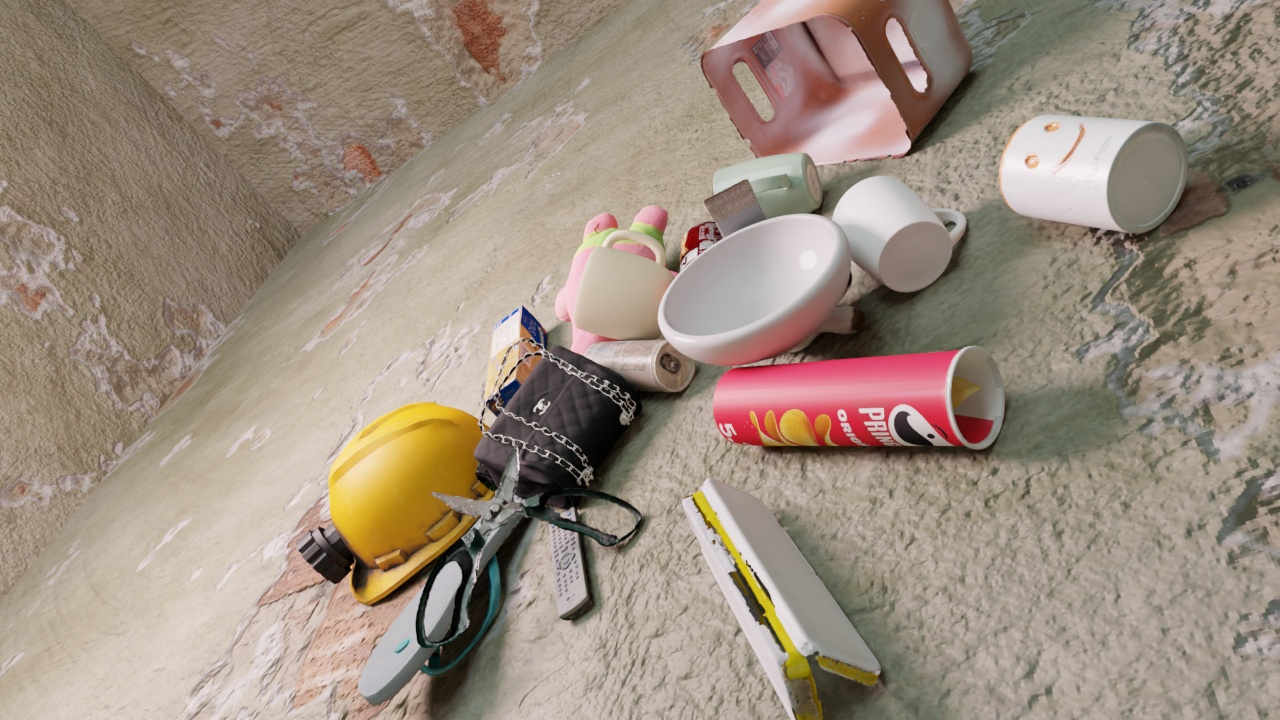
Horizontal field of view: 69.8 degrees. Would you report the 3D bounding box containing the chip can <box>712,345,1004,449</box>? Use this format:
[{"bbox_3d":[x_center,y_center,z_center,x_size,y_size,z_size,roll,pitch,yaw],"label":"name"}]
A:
[{"bbox_3d":[0.155,0.032,0.698,0.221,0.069,0.069,-6,43,50],"label":"chip can"}]

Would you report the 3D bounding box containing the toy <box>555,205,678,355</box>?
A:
[{"bbox_3d":[-0.035,-0.080,1.109,0.192,0.097,0.236,-7,55,34],"label":"toy"}]

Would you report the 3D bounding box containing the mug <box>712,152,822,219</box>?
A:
[{"bbox_3d":[0.139,-0.188,1.021,0.104,0.084,0.111,-12,0,28],"label":"mug"}]

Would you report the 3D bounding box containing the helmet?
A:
[{"bbox_3d":[-0.278,0.135,1.047,0.255,0.131,0.205,-45,26,-10],"label":"helmet"}]

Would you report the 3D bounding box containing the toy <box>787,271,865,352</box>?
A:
[{"bbox_3d":[0.148,-0.038,0.850,0.123,0.038,0.079,-21,40,30],"label":"toy"}]

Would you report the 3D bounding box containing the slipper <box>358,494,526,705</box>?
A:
[{"bbox_3d":[-0.176,0.229,0.871,0.098,0.055,0.267,-26,19,32],"label":"slipper"}]

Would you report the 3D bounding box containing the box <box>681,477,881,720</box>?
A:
[{"bbox_3d":[0.082,0.151,0.620,0.070,0.067,0.210,-41,26,4],"label":"box"}]

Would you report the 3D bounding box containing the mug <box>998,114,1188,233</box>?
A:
[{"bbox_3d":[0.344,-0.144,0.703,0.082,0.082,0.105,-44,28,-5],"label":"mug"}]

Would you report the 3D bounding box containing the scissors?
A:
[{"bbox_3d":[-0.104,0.164,0.806,0.204,0.015,0.201,4,55,13],"label":"scissors"}]

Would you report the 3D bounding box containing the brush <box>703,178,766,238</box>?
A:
[{"bbox_3d":[0.111,-0.105,0.881,0.045,0.143,0.008,-25,31,12],"label":"brush"}]

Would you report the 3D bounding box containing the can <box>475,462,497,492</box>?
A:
[{"bbox_3d":[-0.125,0.082,1.009,0.054,0.054,0.137,-3,44,51],"label":"can"}]

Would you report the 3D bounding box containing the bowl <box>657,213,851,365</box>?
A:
[{"bbox_3d":[0.106,-0.051,0.803,0.177,0.066,0.176,-25,30,15],"label":"bowl"}]

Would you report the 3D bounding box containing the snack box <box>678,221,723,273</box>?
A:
[{"bbox_3d":[0.075,-0.093,0.993,0.072,0.072,0.121,-29,28,23],"label":"snack box"}]

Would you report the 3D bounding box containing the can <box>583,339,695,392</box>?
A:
[{"bbox_3d":[-0.006,0.006,0.968,0.136,0.054,0.054,0,47,52],"label":"can"}]

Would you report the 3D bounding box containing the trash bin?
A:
[{"bbox_3d":[0.227,-0.345,1.059,0.157,0.181,0.260,-48,26,-17],"label":"trash bin"}]

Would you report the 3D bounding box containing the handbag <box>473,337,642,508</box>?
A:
[{"bbox_3d":[-0.083,0.057,0.917,0.125,0.115,0.153,17,56,32],"label":"handbag"}]

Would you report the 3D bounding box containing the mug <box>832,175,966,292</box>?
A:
[{"bbox_3d":[0.240,-0.113,0.814,0.114,0.081,0.087,-10,33,-7],"label":"mug"}]

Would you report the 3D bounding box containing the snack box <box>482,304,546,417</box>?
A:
[{"bbox_3d":[-0.156,0.005,1.167,0.056,0.057,0.206,-35,26,14],"label":"snack box"}]

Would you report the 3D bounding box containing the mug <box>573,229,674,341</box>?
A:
[{"bbox_3d":[-0.008,-0.079,1.002,0.096,0.100,0.120,-37,-38,-80],"label":"mug"}]

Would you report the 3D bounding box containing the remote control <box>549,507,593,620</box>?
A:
[{"bbox_3d":[-0.064,0.180,0.823,0.033,0.013,0.136,-37,27,9],"label":"remote control"}]
